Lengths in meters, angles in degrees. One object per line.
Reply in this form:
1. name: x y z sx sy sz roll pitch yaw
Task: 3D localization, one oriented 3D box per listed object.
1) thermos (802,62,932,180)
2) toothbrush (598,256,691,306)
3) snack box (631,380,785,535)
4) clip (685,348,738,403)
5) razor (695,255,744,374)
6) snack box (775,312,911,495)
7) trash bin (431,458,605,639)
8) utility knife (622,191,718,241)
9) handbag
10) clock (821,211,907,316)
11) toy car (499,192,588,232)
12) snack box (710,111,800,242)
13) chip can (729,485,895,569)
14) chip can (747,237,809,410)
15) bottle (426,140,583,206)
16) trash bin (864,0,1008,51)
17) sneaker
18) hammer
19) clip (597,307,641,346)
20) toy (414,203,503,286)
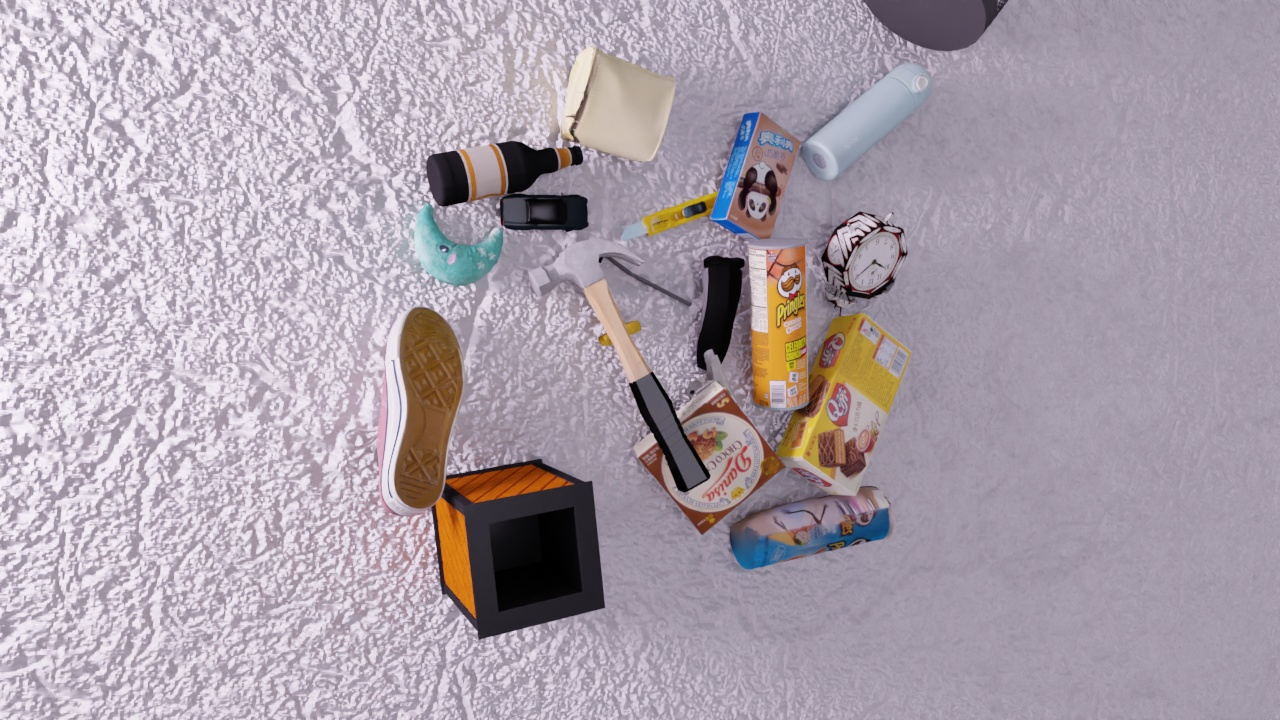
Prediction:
1. thermos: 0.316 -0.333 1.267 0.206 0.078 0.065 -40 103 -15
2. toothbrush: -0.003 -0.106 1.167 0.167 0.013 0.013 25 90 -23
3. snack box: 0.089 0.126 1.184 0.143 0.041 0.147 -39 109 0
4. clip: 0.088 0.033 1.205 0.058 0.050 0.102 -23 125 5
5. razor: 0.099 -0.057 1.192 0.057 0.060 0.156 3 95 -20
6. snack box: 0.280 0.059 1.259 0.110 0.062 0.229 34 71 -23
7. trash bin: -0.143 0.202 1.031 0.139 0.172 0.140 -8 96 -24
8. utility knife: 0.052 -0.187 1.188 0.178 0.017 0.030 -22 94 -19
9. handbag: -0.031 -0.307 1.110 0.119 0.081 0.111 12 95 -26
10. clock: 0.304 -0.131 1.277 0.114 0.065 0.155 -17 128 -24
11. toy car: -0.114 -0.178 1.100 0.112 0.034 0.046 -4 94 -24
12. snack box: 0.152 -0.238 1.208 0.087 0.034 0.151 23 82 -40
13. chip can: 0.238 0.228 1.260 0.229 0.080 0.080 -7 95 -24
14. chip can: 0.181 -0.048 1.199 0.075 0.075 0.215 -11 107 -24
15. bottle: -0.152 -0.224 1.067 0.181 0.059 0.059 -16 99 -23
16. trash bin: 0.435 -0.572 1.236 0.217 0.218 0.227 37 82 -22
17. sneaker: -0.257 0.059 1.020 0.118 0.088 0.240 18 61 -35
18. hammer: -0.007 0.007 1.116 0.131 0.039 0.328 -28 93 -12
19. clip: -0.032 -0.045 1.155 0.054 0.045 0.049 -27 60 -20
20. toy: -0.214 -0.129 1.061 0.105 0.033 0.085 19 74 -23
